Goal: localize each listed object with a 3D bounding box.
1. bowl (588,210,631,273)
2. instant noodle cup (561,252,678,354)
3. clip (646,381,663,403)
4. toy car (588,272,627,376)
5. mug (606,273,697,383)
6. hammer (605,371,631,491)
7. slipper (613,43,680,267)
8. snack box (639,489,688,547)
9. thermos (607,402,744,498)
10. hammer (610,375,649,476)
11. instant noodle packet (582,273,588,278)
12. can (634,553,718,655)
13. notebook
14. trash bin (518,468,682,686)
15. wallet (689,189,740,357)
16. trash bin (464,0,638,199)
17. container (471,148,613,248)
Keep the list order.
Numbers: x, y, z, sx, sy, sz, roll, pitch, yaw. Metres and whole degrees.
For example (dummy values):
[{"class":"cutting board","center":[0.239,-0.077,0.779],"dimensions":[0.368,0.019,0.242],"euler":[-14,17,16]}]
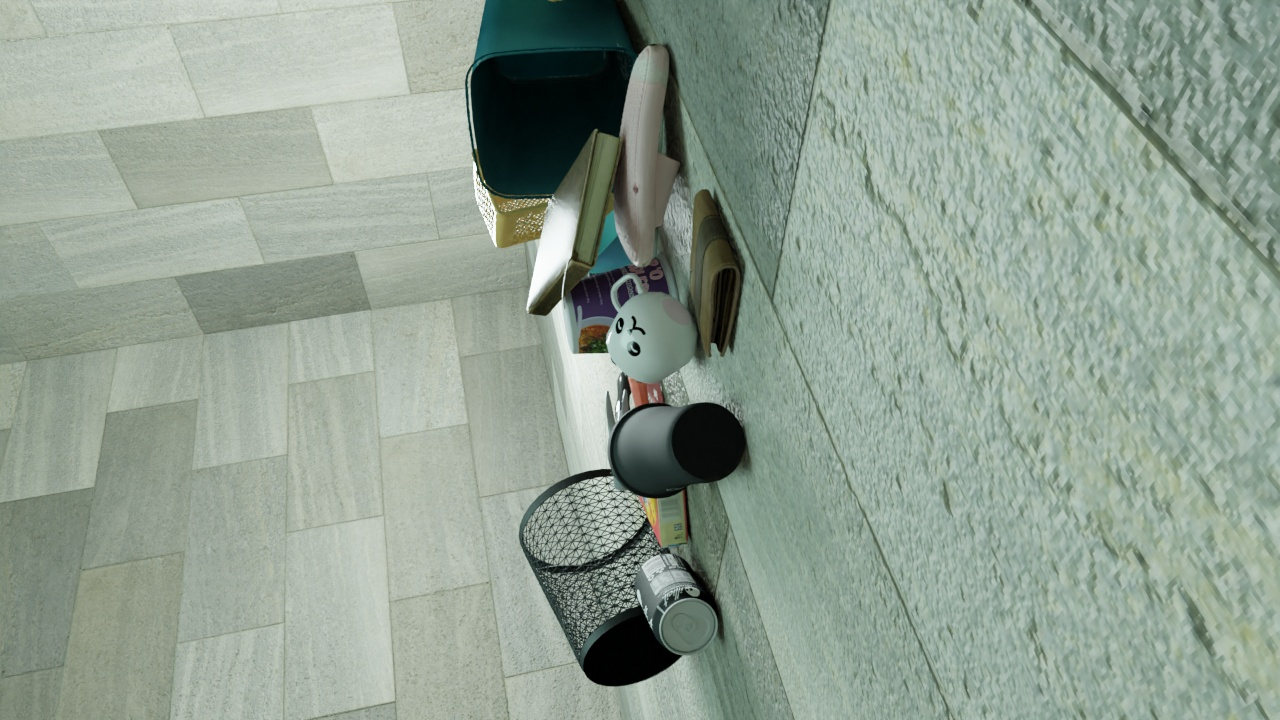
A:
[{"class":"bowl","center":[-0.032,-0.146,1.176],"dimensions":[0.046,0.121,0.121],"euler":[41,-175,-20]},{"class":"instant noodle cup","center":[-0.025,-0.050,1.067],"dimensions":[0.122,0.122,0.136],"euler":[99,159,-64]},{"class":"clip","center":[0.018,0.030,1.217],"dimensions":[0.058,0.050,0.023],"euler":[40,178,-8]},{"class":"toy car","center":[-0.035,-0.069,1.325],"dimensions":[0.082,0.056,0.189],"euler":[108,144,-73]},{"class":"mug","center":[0.007,-0.040,0.961],"dimensions":[0.076,0.090,0.124],"euler":[-47,62,35]},{"class":"hammer","center":[-0.026,0.071,1.331],"dimensions":[0.310,0.029,0.125],"euler":[-90,-5,-74]},{"class":"slipper","center":[0.009,-0.202,0.923],"dimensions":[0.106,0.055,0.222],"euler":[-123,36,-67]},{"class":"snack box","center":[0.025,0.151,1.222],"dimensions":[0.145,0.040,0.143],"euler":[-124,27,-69]},{"class":"thermos","center":[0.036,0.088,0.931],"dimensions":[0.219,0.105,0.106],"euler":[149,111,-75]},{"class":"hammer","center":[-0.007,0.007,1.161],"dimensions":[0.133,0.033,0.332],"euler":[-40,50,44]},{"class":"instant noodle packet","center":[-0.108,-0.175,1.490],"dimensions":[0.269,0.057,0.147],"euler":[40,-134,-84]},{"class":"can","center":[0.043,0.299,1.135],"dimensions":[0.146,0.080,0.080],"euler":[-141,42,-76]},{"class":"notebook","center":[-0.079,-0.121,0.980],"dimensions":[0.216,0.034,0.190],"euler":[148,135,-68]},{"class":"trash bin","center":[-0.042,0.321,1.335],"dimensions":[0.243,0.216,0.217],"euler":[-119,21,-47]},{"class":"wallet","center":[0.062,-0.075,0.820],"dimensions":[0.121,0.027,0.098],"euler":[90,170,-51]},{"class":"trash bin","center":[-0.101,-0.337,1.083],"dimensions":[0.197,0.199,0.218],"euler":[92,172,-49]},{"class":"container","center":[-0.126,-0.249,1.237],"dimensions":[0.129,0.183,0.167],"euler":[65,156,24]}]
